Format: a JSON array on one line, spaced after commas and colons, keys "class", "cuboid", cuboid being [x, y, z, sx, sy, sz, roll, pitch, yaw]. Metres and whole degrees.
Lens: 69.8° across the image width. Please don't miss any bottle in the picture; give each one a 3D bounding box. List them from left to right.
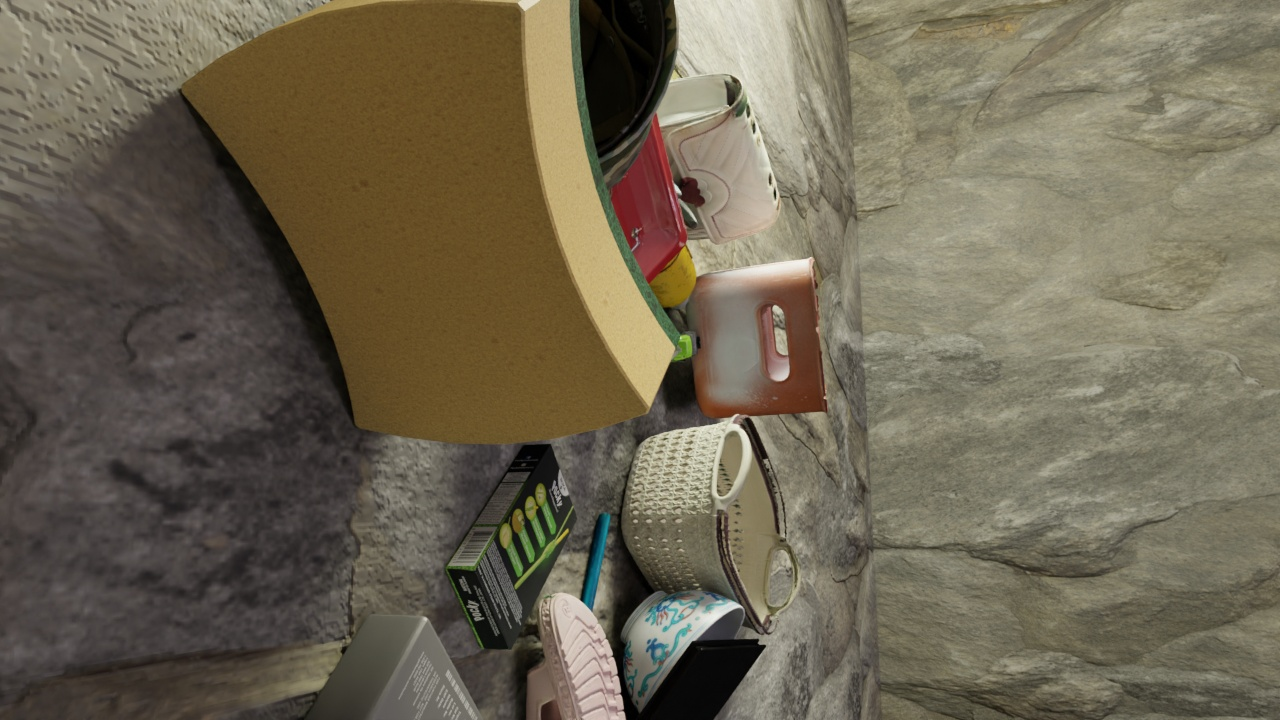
[{"class": "bottle", "cuboid": [-0.135, 0.247, 0.569, 0.083, 0.046, 0.174, -66, 145, -50]}, {"class": "bottle", "cuboid": [0.016, -0.113, 0.989, 0.164, 0.071, 0.070, 57, 35, -51]}]

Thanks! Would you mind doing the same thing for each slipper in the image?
[{"class": "slipper", "cuboid": [-0.052, 0.310, 0.747, 0.094, 0.064, 0.239, 11, 63, -72]}]

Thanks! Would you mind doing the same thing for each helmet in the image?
[{"class": "helmet", "cuboid": [-0.078, -0.214, 0.592, 0.236, 0.192, 0.224, 127, -61, -77]}]

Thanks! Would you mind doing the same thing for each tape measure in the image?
[{"class": "tape measure", "cuboid": [0.031, -0.011, 1.025, 0.065, 0.059, 0.036, -24, 109, -70]}]

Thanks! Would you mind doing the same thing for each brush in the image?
[{"class": "brush", "cuboid": [-0.103, -0.074, 0.506, 0.075, 0.195, 0.250, -64, 144, -52]}]

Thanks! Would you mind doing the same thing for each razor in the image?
[{"class": "razor", "cuboid": [-0.043, 0.208, 0.850, 0.042, 0.022, 0.143, 123, -23, -53]}]

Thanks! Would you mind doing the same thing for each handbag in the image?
[{"class": "handbag", "cuboid": [0.079, -0.230, 1.079, 0.198, 0.142, 0.096, 56, 38, -50]}]

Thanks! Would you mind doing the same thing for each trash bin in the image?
[{"class": "trash bin", "cuboid": [0.150, -0.032, 1.157, 0.259, 0.157, 0.181, -38, 122, -78]}]

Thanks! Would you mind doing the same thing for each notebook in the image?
[{"class": "notebook", "cuboid": [0.044, 0.351, 0.918, 0.169, 0.019, 0.231, -54, 153, 0]}]

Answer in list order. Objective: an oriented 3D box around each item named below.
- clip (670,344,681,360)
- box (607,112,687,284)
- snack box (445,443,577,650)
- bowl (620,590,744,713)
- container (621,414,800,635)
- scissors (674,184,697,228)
[{"class": "clip", "cuboid": [-0.005, 0.006, 0.944, 0.054, 0.102, 0.040, 23, 54, -16]}, {"class": "box", "cuboid": [-0.048, -0.138, 0.821, 0.135, 0.117, 0.157, -52, 139, -39]}, {"class": "snack box", "cuboid": [-0.096, 0.141, 0.718, 0.147, 0.025, 0.080, -62, 142, -54]}, {"class": "bowl", "cuboid": [0.029, 0.278, 0.910, 0.143, 0.074, 0.144, -38, 149, -27]}, {"class": "container", "cuboid": [0.080, 0.180, 1.000, 0.252, 0.143, 0.184, 64, 32, -44]}, {"class": "scissors", "cuboid": [0.023, -0.183, 0.978, 0.150, 0.019, 0.130, 54, 0, 5]}]
